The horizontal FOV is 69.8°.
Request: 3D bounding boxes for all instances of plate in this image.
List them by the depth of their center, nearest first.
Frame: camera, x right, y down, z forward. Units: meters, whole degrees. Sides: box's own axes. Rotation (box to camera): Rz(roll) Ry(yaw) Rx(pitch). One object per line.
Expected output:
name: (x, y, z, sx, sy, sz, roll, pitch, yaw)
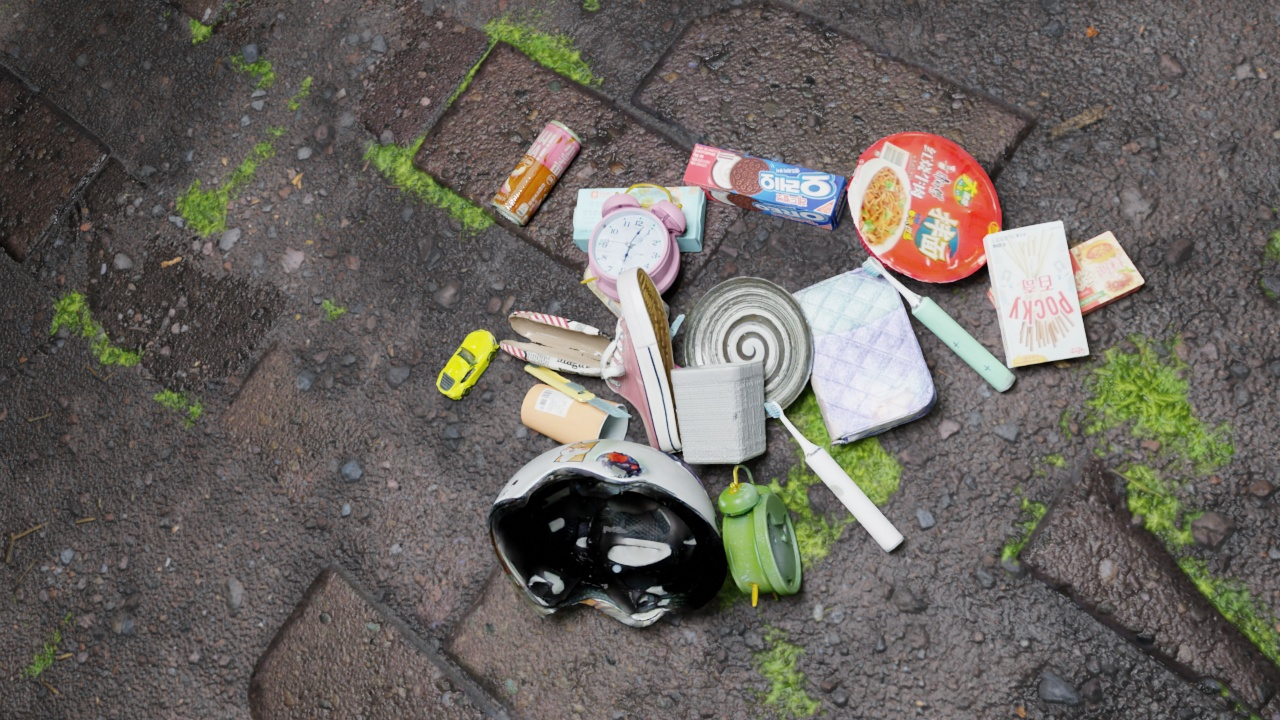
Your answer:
plate: (0.133, -0.013, 1.136, 0.180, 0.024, 0.179, 1, 92, 32)

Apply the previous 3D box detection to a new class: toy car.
toy car: (-0.238, 0.003, 1.253, 0.048, 0.032, 0.105, 34, 84, 22)

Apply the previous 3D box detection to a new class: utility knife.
utility knife: (-0.085, 0.038, 1.157, 0.221, 0.030, 0.022, 31, 127, 44)

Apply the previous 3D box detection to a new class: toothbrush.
toothbrush: (0.344, -0.043, 1.056, 0.224, 0.027, 0.026, 41, 43, -6)
toothbrush: (0.222, 0.130, 1.075, 0.221, 0.026, 0.027, 49, 125, 13)

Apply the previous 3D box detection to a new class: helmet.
helmet: (-0.032, 0.181, 1.069, 0.274, 0.230, 0.156, -4, 33, 12)

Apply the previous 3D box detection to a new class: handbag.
handbag: (0.263, -0.006, 1.095, 0.134, 0.075, 0.193, -20, 69, 14)

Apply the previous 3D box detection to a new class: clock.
clock: (0.135, 0.197, 1.052, 0.056, 0.116, 0.161, -17, 73, 21)
clock: (-0.005, -0.152, 1.159, 0.117, 0.060, 0.158, 14, 73, 15)

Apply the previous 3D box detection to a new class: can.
can: (-0.018, -0.086, 1.203, 0.058, 0.058, 0.116, -43, 68, 0)
can: (-0.145, -0.262, 1.288, 0.058, 0.058, 0.147, 33, 86, 21)

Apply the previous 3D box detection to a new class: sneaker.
sneaker: (-0.007, 0.006, 1.110, 0.088, 0.118, 0.241, -7, 113, 14)

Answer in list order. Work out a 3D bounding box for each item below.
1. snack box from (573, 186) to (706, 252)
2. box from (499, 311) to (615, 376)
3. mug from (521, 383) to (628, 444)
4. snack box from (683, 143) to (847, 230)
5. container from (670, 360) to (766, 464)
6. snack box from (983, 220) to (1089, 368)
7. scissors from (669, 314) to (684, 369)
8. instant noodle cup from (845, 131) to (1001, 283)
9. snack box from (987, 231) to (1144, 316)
snack box: (-0.001, -0.188, 1.231, 0.175, 0.051, 0.074, 2, 76, 15)
box: (-0.108, -0.007, 1.203, 0.163, 0.075, 0.083, 14, 65, 16)
mug: (-0.087, 0.075, 1.170, 0.123, 0.078, 0.078, 18, 80, 23)
snack box: (0.163, -0.227, 1.194, 0.208, 0.057, 0.058, 18, 83, 19)
container: (0.097, 0.062, 1.096, 0.090, 0.090, 0.114, -4, 93, 32)
snack box: (0.451, -0.075, 1.049, 0.085, 0.027, 0.156, -10, 86, 8)
scissors: (0.029, -0.003, 1.161, 0.130, 0.017, 0.134, 36, 121, 6)
instant noodle cup: (0.330, -0.175, 1.104, 0.193, 0.066, 0.193, 3, 75, -11)
snack box: (0.497, -0.084, 1.078, 0.153, 0.025, 0.075, -26, 70, 7)
